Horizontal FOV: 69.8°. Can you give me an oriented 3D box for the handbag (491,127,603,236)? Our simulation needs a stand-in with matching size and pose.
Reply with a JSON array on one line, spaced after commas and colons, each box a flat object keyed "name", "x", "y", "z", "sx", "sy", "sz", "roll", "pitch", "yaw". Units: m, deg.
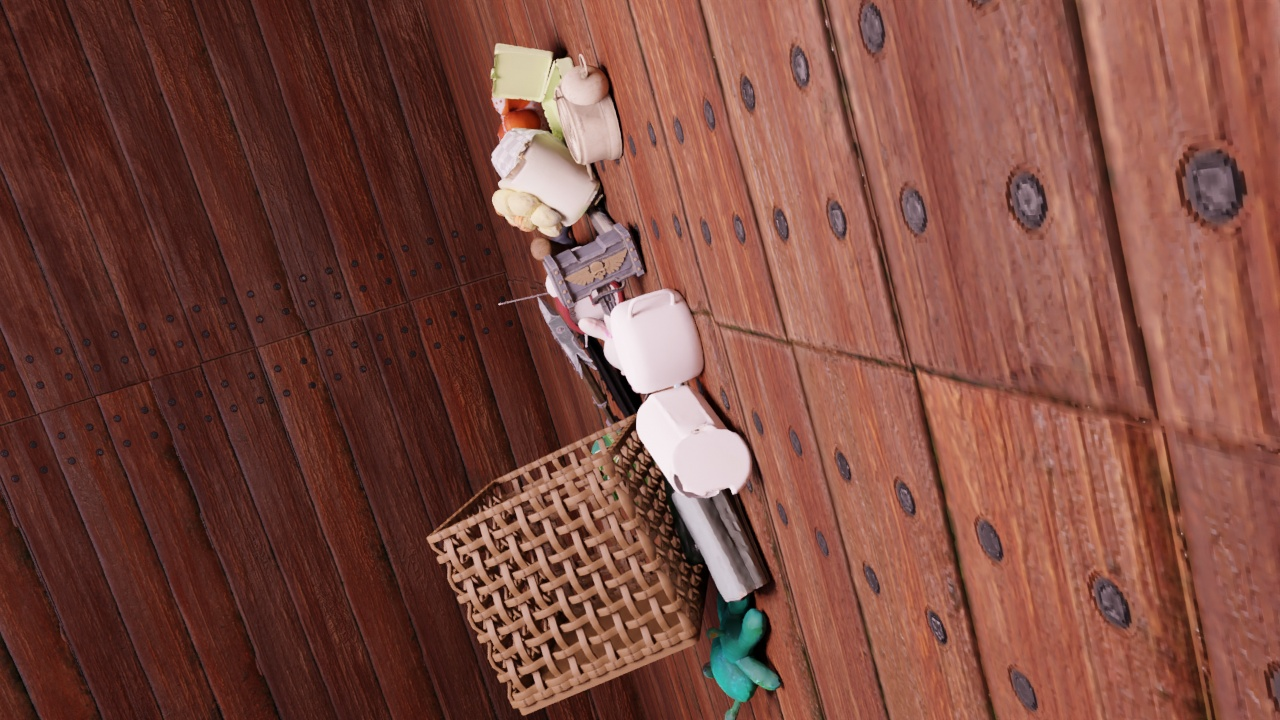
[{"name": "handbag", "x": -0.131, "y": -0.220, "z": 1.138, "sx": 0.112, "sy": 0.123, "sz": 0.171, "roll": 29, "pitch": -172, "yaw": -26}]

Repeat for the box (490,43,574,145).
[{"name": "box", "x": -0.118, "y": -0.327, "z": 1.113, "sx": 0.133, "sy": 0.061, "sz": 0.188, "roll": 34, "pitch": 175, "yaw": -8}]

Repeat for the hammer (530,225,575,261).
[{"name": "hammer", "x": -0.117, "y": -0.151, "z": 1.279, "sx": 0.321, "sy": 0.040, "sz": 0.129, "roll": -75, "pitch": -35, "yaw": -84}]

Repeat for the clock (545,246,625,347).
[{"name": "clock", "x": -0.069, "y": -0.086, "z": 1.175, "sx": 0.124, "sy": 0.087, "sz": 0.044, "roll": 66, "pitch": 174, "yaw": -31}]

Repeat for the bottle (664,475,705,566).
[{"name": "bottle", "x": 0.051, "y": 0.138, "z": 1.025, "sx": 0.055, "sy": 0.055, "sz": 0.174, "roll": 109, "pitch": 143, "yaw": -74}]

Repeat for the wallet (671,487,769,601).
[{"name": "wallet", "x": 0.082, "y": 0.179, "z": 0.934, "sx": 0.100, "sy": 0.054, "sz": 0.131, "roll": 104, "pitch": 144, "yaw": -75}]

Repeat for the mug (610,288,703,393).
[{"name": "mug", "x": 0.014, "y": -0.025, "z": 0.897, "sx": 0.116, "sy": 0.068, "sz": 0.094, "roll": 84, "pitch": 164, "yaw": -50}]

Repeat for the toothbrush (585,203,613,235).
[{"name": "toothbrush", "x": -0.057, "y": -0.187, "z": 1.133, "sx": 0.024, "sy": 0.022, "sz": 0.185, "roll": -64, "pitch": 29, "yaw": 24}]

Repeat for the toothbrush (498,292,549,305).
[{"name": "toothbrush", "x": -0.125, "y": -0.098, "z": 1.268, "sx": 0.010, "sy": 0.181, "sz": 0.010, "roll": -18, "pitch": 90, "yaw": 46}]

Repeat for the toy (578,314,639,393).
[{"name": "toy", "x": -0.022, "y": -0.012, "z": 1.161, "sx": 0.076, "sy": 0.037, "sz": 0.125, "roll": -4, "pitch": 128, "yaw": 51}]

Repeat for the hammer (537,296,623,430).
[{"name": "hammer", "x": -0.074, "y": 0.030, "z": 1.343, "sx": 0.147, "sy": 0.028, "sz": 0.317, "roll": 54, "pitch": 174, "yaw": 31}]

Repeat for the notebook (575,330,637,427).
[{"name": "notebook", "x": -0.058, "y": 0.002, "z": 1.335, "sx": 0.231, "sy": 0.019, "sz": 0.169, "roll": 62, "pitch": 175, "yaw": -24}]

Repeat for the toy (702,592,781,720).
[{"name": "toy", "x": 0.105, "y": 0.326, "z": 1.036, "sx": 0.130, "sy": 0.072, "sz": 0.194, "roll": -118, "pitch": 23, "yaw": -45}]

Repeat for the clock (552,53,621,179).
[{"name": "clock", "x": -0.058, "y": -0.254, "z": 0.924, "sx": 0.141, "sy": 0.054, "sz": 0.093, "roll": 89, "pitch": 160, "yaw": -66}]

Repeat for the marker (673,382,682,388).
[{"name": "marker", "x": 0.034, "y": -0.002, "z": 0.987, "sx": 0.013, "sy": 0.013, "sz": 0.142, "roll": -126, "pitch": 20, "yaw": -60}]

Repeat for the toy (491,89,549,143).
[{"name": "toy", "x": -0.161, "y": -0.295, "z": 1.294, "sx": 0.164, "sy": 0.092, "sz": 0.172, "roll": 109, "pitch": 140, "yaw": -72}]

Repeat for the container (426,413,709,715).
[{"name": "container", "x": -0.066, "y": 0.221, "z": 1.062, "sx": 0.214, "sy": 0.220, "sz": 0.251, "roll": 64, "pitch": -170, "yaw": -3}]

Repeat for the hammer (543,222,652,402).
[{"name": "hammer", "x": -0.007, "y": 0.006, "z": 1.066, "sx": 0.322, "sy": 0.098, "sz": 0.044, "roll": 68, "pitch": 173, "yaw": -29}]

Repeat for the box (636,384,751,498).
[{"name": "box", "x": 0.052, "y": 0.084, "z": 0.861, "sx": 0.159, "sy": 0.081, "sz": 0.092, "roll": -125, "pitch": 28, "yaw": -54}]

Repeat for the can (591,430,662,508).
[{"name": "can", "x": -0.023, "y": 0.160, "z": 1.371, "sx": 0.144, "sy": 0.083, "sz": 0.083, "roll": -137, "pitch": 31, "yaw": -70}]
